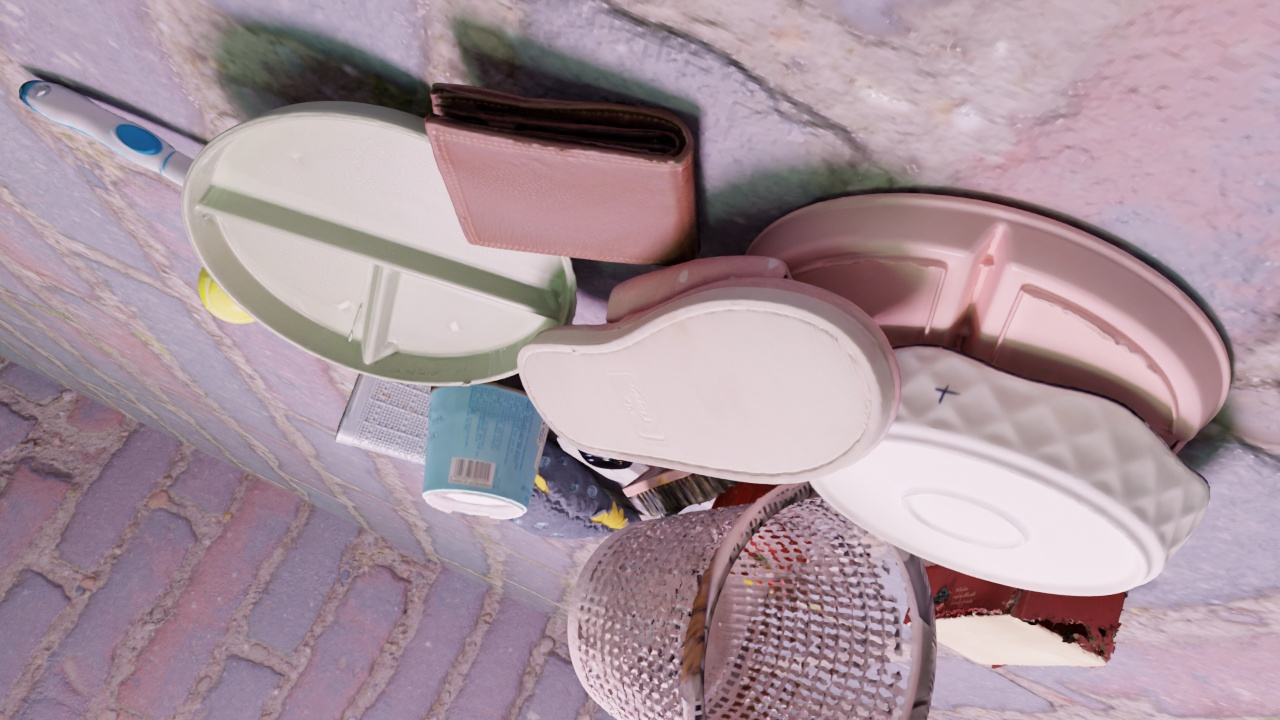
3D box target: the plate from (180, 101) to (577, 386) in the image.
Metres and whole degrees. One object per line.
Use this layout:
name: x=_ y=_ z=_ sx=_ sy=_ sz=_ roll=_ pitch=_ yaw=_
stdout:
plate: x=-0.150 y=-0.060 z=0.545 sx=0.230 sy=0.027 sz=0.231 roll=5 pitch=143 yaw=3

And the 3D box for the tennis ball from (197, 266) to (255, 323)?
tennis ball: x=-0.345 y=-0.064 z=0.789 sx=0.065 sy=0.065 sz=0.065 roll=22 pitch=158 yaw=9

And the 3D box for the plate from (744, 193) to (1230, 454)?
plate: x=0.153 y=0.002 z=0.451 sx=0.229 sy=0.028 sz=0.230 roll=21 pitch=158 yaw=9

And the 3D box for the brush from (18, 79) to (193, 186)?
brush: x=-0.295 y=-0.116 z=0.641 sx=0.315 sy=0.060 sz=0.109 roll=22 pitch=157 yaw=21

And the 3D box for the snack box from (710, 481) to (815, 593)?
snack box: x=0.099 y=0.137 z=0.758 sx=0.091 sy=0.081 sz=0.080 roll=20 pitch=144 yaw=12

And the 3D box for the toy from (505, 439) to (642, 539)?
toy: x=-0.124 y=0.110 z=0.935 sx=0.356 sy=0.091 sz=0.138 roll=36 pitch=-176 yaw=-22

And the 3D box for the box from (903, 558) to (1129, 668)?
box: x=0.274 y=0.193 z=0.689 sx=0.091 sy=0.076 sz=0.169 roll=27 pitch=159 yaw=-2

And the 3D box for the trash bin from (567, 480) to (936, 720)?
trash bin: x=0.060 y=0.192 z=0.638 sx=0.227 sy=0.227 sz=0.193 roll=38 pitch=154 yaw=-28

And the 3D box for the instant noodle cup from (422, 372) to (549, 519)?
instant noodle cup: x=-0.118 y=0.056 z=0.709 sx=0.111 sy=0.120 sz=0.111 roll=6 pitch=159 yaw=2

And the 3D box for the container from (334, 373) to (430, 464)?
container: x=-0.201 y=0.043 z=0.816 sx=0.111 sy=0.090 sz=0.090 roll=22 pitch=178 yaw=-16

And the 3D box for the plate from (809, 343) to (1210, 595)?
plate: x=0.172 y=0.065 z=0.476 sx=0.205 sy=0.045 sz=0.205 roll=22 pitch=159 yaw=9

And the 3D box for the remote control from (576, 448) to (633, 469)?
remote control: x=-0.034 y=0.059 z=0.780 sx=0.053 sy=0.024 sz=0.136 roll=2 pitch=152 yaw=9

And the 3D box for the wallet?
wallet: x=-0.033 y=-0.082 z=0.436 sx=0.124 sy=0.032 sz=0.101 roll=9 pitch=155 yaw=7

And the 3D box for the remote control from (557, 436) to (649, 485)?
remote control: x=-0.021 y=0.099 z=0.867 sx=0.125 sy=0.024 sz=0.049 roll=34 pitch=157 yaw=-22

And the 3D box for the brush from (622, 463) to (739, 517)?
brush: x=0.033 y=0.076 z=0.711 sx=0.073 sy=0.063 sz=0.146 roll=57 pitch=155 yaw=2

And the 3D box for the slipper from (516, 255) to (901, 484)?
slipper: x=0.025 y=0.006 z=0.484 sx=0.275 sy=0.054 sz=0.114 roll=-9 pitch=115 yaw=53
